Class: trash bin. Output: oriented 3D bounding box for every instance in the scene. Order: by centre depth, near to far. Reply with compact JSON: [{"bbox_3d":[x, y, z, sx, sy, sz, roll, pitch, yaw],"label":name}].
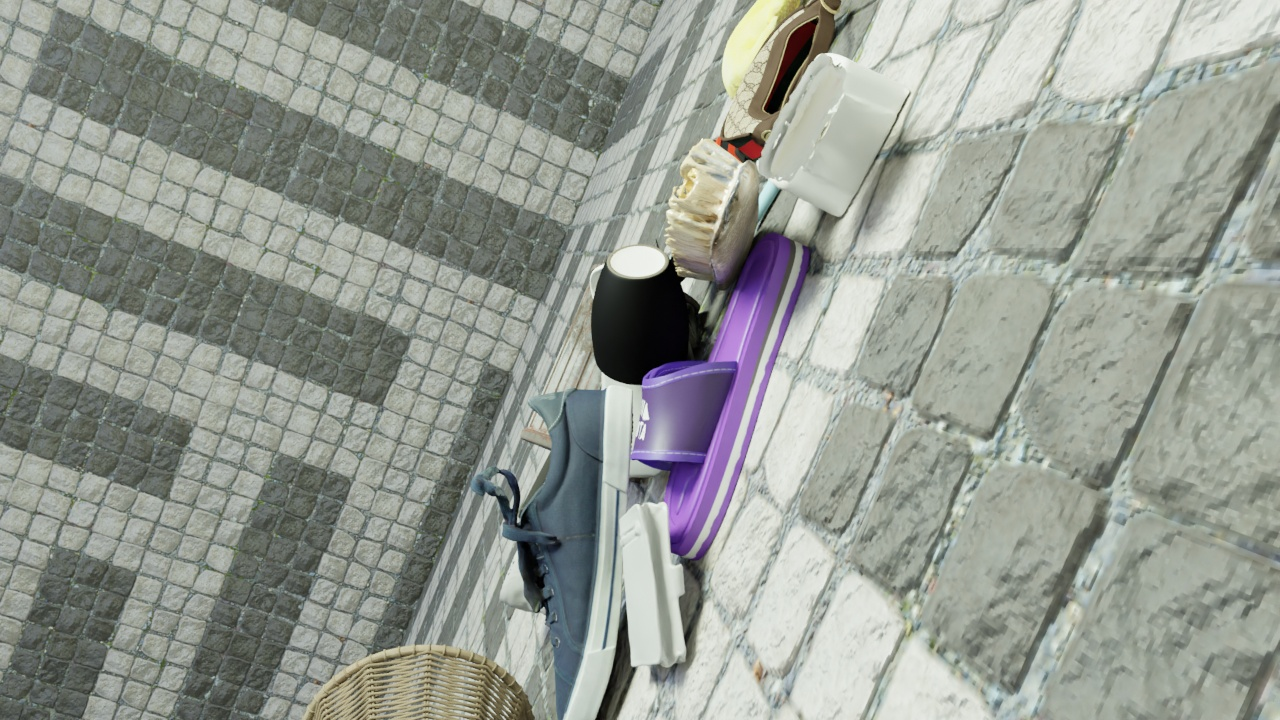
[{"bbox_3d":[-0.031,0.022,0.947,0.131,0.131,0.211,167,124,-76],"label":"trash bin"}]

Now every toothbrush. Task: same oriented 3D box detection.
[{"bbox_3d":[0.139,-0.192,0.849,0.022,0.016,0.155,-9,-46,-52],"label":"toothbrush"}]

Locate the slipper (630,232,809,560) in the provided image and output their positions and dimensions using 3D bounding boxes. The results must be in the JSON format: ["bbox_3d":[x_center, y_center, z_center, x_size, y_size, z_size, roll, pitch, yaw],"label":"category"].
[{"bbox_3d":[0.044,0.015,0.730,0.107,0.084,0.266,175,116,-77],"label":"slipper"}]

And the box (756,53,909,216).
[{"bbox_3d":[0.137,-0.164,0.662,0.111,0.083,0.190,-66,-5,17],"label":"box"}]

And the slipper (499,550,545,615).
[{"bbox_3d":[-0.083,0.171,1.043,0.112,0.074,0.246,153,138,-84],"label":"slipper"}]

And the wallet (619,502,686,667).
[{"bbox_3d":[0.009,0.165,0.677,0.086,0.032,0.116,137,128,-67],"label":"wallet"}]

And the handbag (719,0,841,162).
[{"bbox_3d":[0.143,-0.271,0.873,0.166,0.063,0.139,-65,15,-16],"label":"handbag"}]

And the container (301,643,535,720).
[{"bbox_3d":[-0.199,0.408,0.818,0.227,0.226,0.196,-65,19,15],"label":"container"}]

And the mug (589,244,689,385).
[{"bbox_3d":[-0.010,-0.052,0.790,0.119,0.084,0.100,45,149,41],"label":"mug"}]

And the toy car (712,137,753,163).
[{"bbox_3d":[0.091,-0.198,0.993,0.051,0.049,0.100,125,162,-48],"label":"toy car"}]

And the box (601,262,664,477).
[{"bbox_3d":[-0.005,0.005,0.864,0.033,0.064,0.209,26,-116,-84],"label":"box"}]

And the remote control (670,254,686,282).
[{"bbox_3d":[0.058,-0.120,0.973,0.151,0.020,0.041,-50,-24,-63],"label":"remote control"}]

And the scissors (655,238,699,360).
[{"bbox_3d":[0.034,-0.057,0.864,0.131,0.013,0.170,-57,-40,-63],"label":"scissors"}]

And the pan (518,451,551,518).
[{"bbox_3d":[-0.079,0.052,1.140,0.179,0.041,0.356,112,-178,-47],"label":"pan"}]

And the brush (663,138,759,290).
[{"bbox_3d":[0.063,-0.113,0.769,0.271,0.056,0.083,21,-86,-83],"label":"brush"}]

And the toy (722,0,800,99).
[{"bbox_3d":[0.138,-0.368,1.048,0.170,0.064,0.155,-67,9,-25],"label":"toy"}]

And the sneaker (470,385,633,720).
[{"bbox_3d":[-0.074,0.166,0.768,0.121,0.127,0.294,96,177,-86],"label":"sneaker"}]
